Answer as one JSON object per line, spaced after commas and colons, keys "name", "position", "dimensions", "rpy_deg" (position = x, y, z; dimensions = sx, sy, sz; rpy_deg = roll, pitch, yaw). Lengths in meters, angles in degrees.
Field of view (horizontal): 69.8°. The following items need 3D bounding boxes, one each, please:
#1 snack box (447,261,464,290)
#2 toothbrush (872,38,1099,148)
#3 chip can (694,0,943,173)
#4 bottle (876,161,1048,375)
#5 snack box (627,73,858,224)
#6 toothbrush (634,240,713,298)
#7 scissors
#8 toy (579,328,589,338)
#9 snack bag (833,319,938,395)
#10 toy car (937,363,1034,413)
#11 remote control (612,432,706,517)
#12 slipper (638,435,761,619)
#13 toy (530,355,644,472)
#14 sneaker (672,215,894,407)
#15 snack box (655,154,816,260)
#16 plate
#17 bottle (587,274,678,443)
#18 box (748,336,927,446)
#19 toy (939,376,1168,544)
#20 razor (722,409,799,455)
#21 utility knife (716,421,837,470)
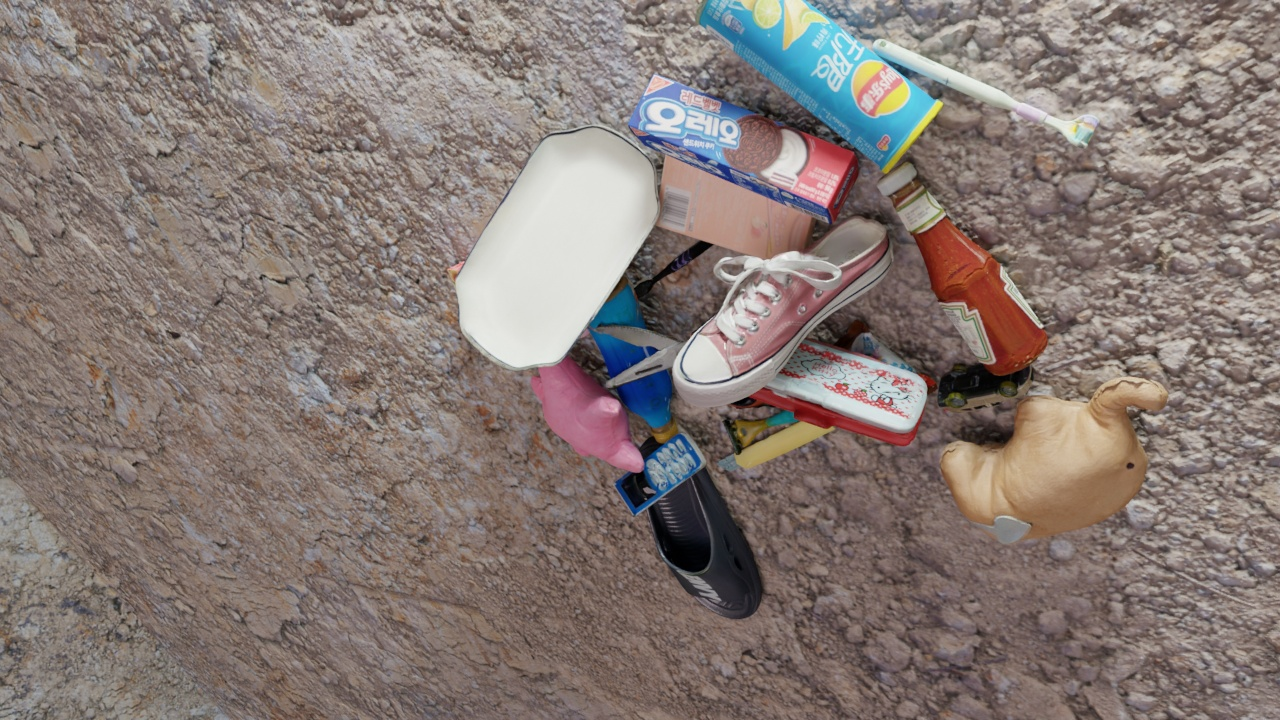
{"name": "snack box", "position": [-0.173, -0.072, 1.070], "dimensions": [0.153, 0.025, 0.075], "rpy_deg": [16, 131, 55]}
{"name": "toothbrush", "position": [0.276, -0.221, 0.746], "dimensions": [0.189, 0.029, 0.020], "rpy_deg": [29, 171, 14]}
{"name": "chip can", "position": [0.148, -0.250, 0.770], "dimensions": [0.210, 0.071, 0.071], "rpy_deg": [40, 132, 4]}
{"name": "bottle", "position": [0.280, -0.083, 0.809], "dimensions": [0.060, 0.059, 0.206], "rpy_deg": [-32, 96, 41]}
{"name": "snack box", "position": [0.090, -0.192, 0.832], "dimensions": [0.207, 0.057, 0.058], "rpy_deg": [27, 92, 18]}
{"name": "toothbrush", "position": [0.049, -0.109, 0.960], "dimensions": [0.190, 0.016, 0.014], "rpy_deg": [-33, 98, 39]}
{"name": "scissors", "position": [0.064, -0.011, 0.967], "dimensions": [0.225, 0.015, 0.189], "rpy_deg": [24, 124, -15]}
{"name": "toy", "position": [-0.112, -0.092, 1.042], "dimensions": [0.122, 0.054, 0.159], "rpy_deg": [-14, 112, 44]}
{"name": "snack bag", "position": [0.242, 0.005, 0.909], "dimensions": [0.105, 0.026, 0.045], "rpy_deg": [40, 133, 4]}
{"name": "toy car", "position": [0.325, 0.024, 0.861], "dimensions": [0.035, 0.042, 0.091], "rpy_deg": [40, 141, -27]}
{"name": "remote control", "position": [0.022, 0.134, 1.079], "dimensions": [0.125, 0.024, 0.049], "rpy_deg": [-40, 76, 28]}
{"name": "slipper", "position": [0.057, 0.221, 1.127], "dimensions": [0.111, 0.083, 0.268], "rpy_deg": [-12, 110, 36]}
{"name": "toy", "position": [-0.069, 0.055, 1.080], "dimensions": [0.178, 0.074, 0.195], "rpy_deg": [58, 157, -19]}
{"name": "sneaker", "position": [0.120, -0.057, 0.820], "dimensions": [0.118, 0.241, 0.088], "rpy_deg": [50, 177, 43]}
{"name": "snack box", "position": [0.093, -0.152, 0.891], "dimensions": [0.157, 0.026, 0.085], "rpy_deg": [20, 121, 18]}
{"name": "plate", "position": [-0.084, -0.113, 0.947], "dimensions": [0.162, 0.034, 0.266], "rpy_deg": [36, 98, 19]}
{"name": "bottle", "position": [-0.006, 0.006, 1.027], "dimensions": [0.065, 0.065, 0.219], "rpy_deg": [-1, 129, 32]}
{"name": "box", "position": [0.167, 0.036, 0.888], "dimensions": [0.201, 0.100, 0.095], "rpy_deg": [19, 128, 19]}
{"name": "toy", "position": [0.390, 0.090, 0.839], "dimensions": [0.143, 0.082, 0.227], "rpy_deg": [37, 130, -12]}
{"name": "razor", "position": [0.146, 0.067, 1.003], "dimensions": [0.133, 0.028, 0.043], "rpy_deg": [-27, 81, 47]}
{"name": "utility knife", "position": [0.152, 0.093, 1.026], "dimensions": [0.179, 0.019, 0.031], "rpy_deg": [-32, 96, 35]}
